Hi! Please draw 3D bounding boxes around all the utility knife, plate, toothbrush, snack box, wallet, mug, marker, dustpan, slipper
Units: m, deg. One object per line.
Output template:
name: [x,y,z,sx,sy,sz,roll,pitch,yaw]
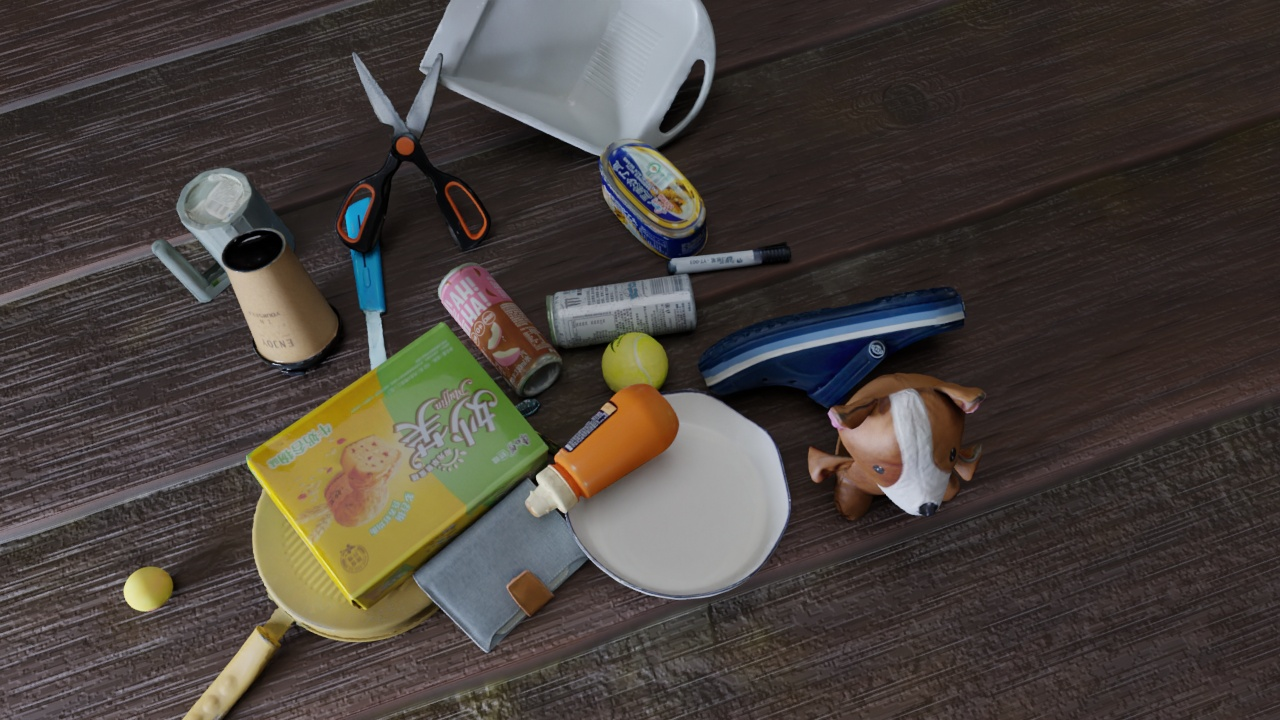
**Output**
utility knife: [-0.290,-0.079,0.985,0.034,0.018,0.223,-14,66,-2]
plate: [0.032,0.122,0.830,0.205,0.046,0.204,1,54,-1]
toothbrush: [-0.186,0.082,0.901,0.191,0.018,0.016,-25,66,-7]
toothbrush: [-0.043,0.106,0.877,0.186,0.017,0.012,29,61,16]
snack box: [-0.208,0.090,0.808,0.209,0.070,0.157,-38,77,-19]
wallet: [-0.117,0.183,0.810,0.129,0.106,0.037,-40,24,-10]
mug: [-0.444,-0.129,0.974,0.084,0.103,0.123,38,73,19]
marker: [0.093,-0.107,0.963,0.131,0.018,0.022,-6,80,1]
dustpan: [-0.051,-0.333,0.964,0.142,0.257,0.223,44,112,34]
slipper: [0.182,-0.006,0.872,0.253,0.105,0.095,-15,91,4]

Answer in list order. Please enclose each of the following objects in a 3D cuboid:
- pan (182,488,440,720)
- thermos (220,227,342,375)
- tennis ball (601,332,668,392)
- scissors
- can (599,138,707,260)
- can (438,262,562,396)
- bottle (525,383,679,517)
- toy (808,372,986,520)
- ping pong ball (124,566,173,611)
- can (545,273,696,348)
pan: [-0.303,0.215,0.828,0.198,0.078,0.356,39,69,9]
thermos: [-0.360,-0.059,0.920,0.093,0.143,0.092,-2,52,2]
tennis ball: [-0.005,0.005,0.894,0.065,0.065,0.065,-2,65,4]
scissors: [-0.242,-0.204,0.965,0.232,0.021,0.221,41,100,-19]
can: [0.013,-0.174,0.984,0.074,0.049,0.148,-36,68,-11]
can: [-0.142,-0.032,0.927,0.058,0.058,0.147,-37,67,-12]
bottle: [-0.037,0.083,0.795,0.149,0.067,0.067,-38,68,-16]
toy: [0.216,0.076,0.769,0.140,0.200,0.130,-14,61,0]
ping pong ball: [-0.456,0.212,0.851,0.040,0.040,0.040,-2,65,4]
can: [-0.019,-0.049,0.924,0.147,0.058,0.058,-8,65,1]
